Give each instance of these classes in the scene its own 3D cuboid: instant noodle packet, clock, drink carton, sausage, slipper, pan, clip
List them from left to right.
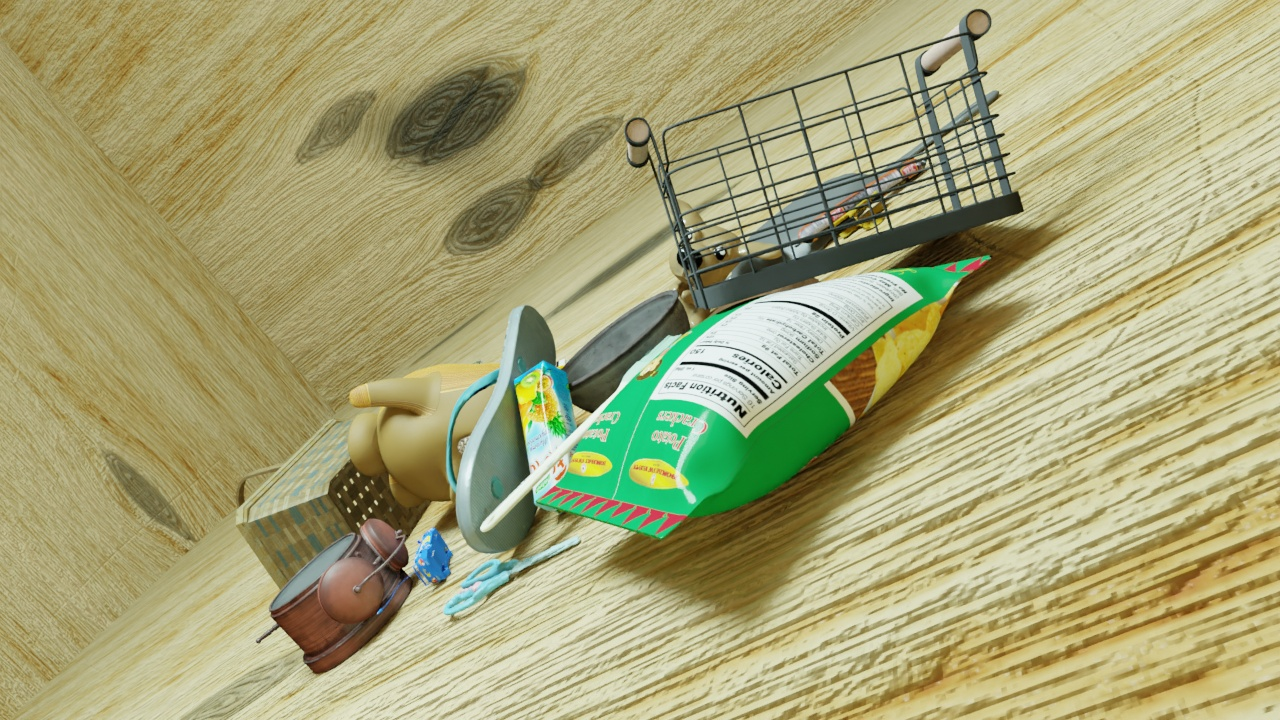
[{"bbox_3d":[-0.269,0.211,0.844,0.158,0.072,0.120,-34,13,22],"label":"clock"},{"bbox_3d":[-0.121,0.062,0.805,0.055,0.098,0.268,-16,38,22],"label":"slipper"},{"bbox_3d":[-0.073,0.064,0.762,0.044,0.038,0.128,-32,53,24],"label":"drink carton"},{"bbox_3d":[0.064,0.017,0.560,0.252,0.090,0.196,-37,12,-21],"label":"instant noodle packet"},{"bbox_3d":[0.221,-0.183,0.982,0.355,0.024,0.216,-35,13,13],"label":"pan"},{"bbox_3d":[0.206,-0.143,0.862,0.053,0.039,0.047,-36,5,4],"label":"clip"},{"bbox_3d":[0.215,-0.156,0.895,0.155,0.020,0.020,-32,13,2],"label":"sausage"}]

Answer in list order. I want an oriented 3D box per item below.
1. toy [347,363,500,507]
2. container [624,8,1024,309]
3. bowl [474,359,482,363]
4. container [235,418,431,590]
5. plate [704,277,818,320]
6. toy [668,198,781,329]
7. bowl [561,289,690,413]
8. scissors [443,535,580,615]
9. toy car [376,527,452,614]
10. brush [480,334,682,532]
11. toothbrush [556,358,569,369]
[{"bbox_3d":[-0.170,0.074,0.928,0.204,0.199,0.162,-14,50,18],"label":"toy"},{"bbox_3d":[0.122,-0.129,0.636,0.241,0.130,0.163,-17,4,1],"label":"container"},{"bbox_3d":[-0.268,0.074,1.319,0.153,0.073,0.153,-35,14,10],"label":"bowl"},{"bbox_3d":[-0.366,0.177,1.062,0.187,0.157,0.249,-23,17,15],"label":"container"},{"bbox_3d":[0.099,-0.041,0.820,0.131,0.025,0.131,-36,13,9],"label":"plate"},{"bbox_3d":[0.062,-0.090,0.941,0.105,0.134,0.108,-20,-45,-59],"label":"toy"},{"bbox_3d":[-0.005,0.005,0.850,0.145,0.067,0.144,-36,13,9],"label":"bowl"},{"bbox_3d":[-0.094,0.158,0.701,0.139,0.015,0.063,-25,13,25],"label":"scissors"},{"bbox_3d":[-0.204,0.189,0.821,0.062,0.033,0.092,-32,12,-3],"label":"toy car"},{"bbox_3d":[-0.044,0.054,0.714,0.217,0.012,0.033,-44,14,-16],"label":"brush"},{"bbox_3d":[-0.043,-0.005,1.053,0.197,0.031,0.030,-15,68,50],"label":"toothbrush"}]
